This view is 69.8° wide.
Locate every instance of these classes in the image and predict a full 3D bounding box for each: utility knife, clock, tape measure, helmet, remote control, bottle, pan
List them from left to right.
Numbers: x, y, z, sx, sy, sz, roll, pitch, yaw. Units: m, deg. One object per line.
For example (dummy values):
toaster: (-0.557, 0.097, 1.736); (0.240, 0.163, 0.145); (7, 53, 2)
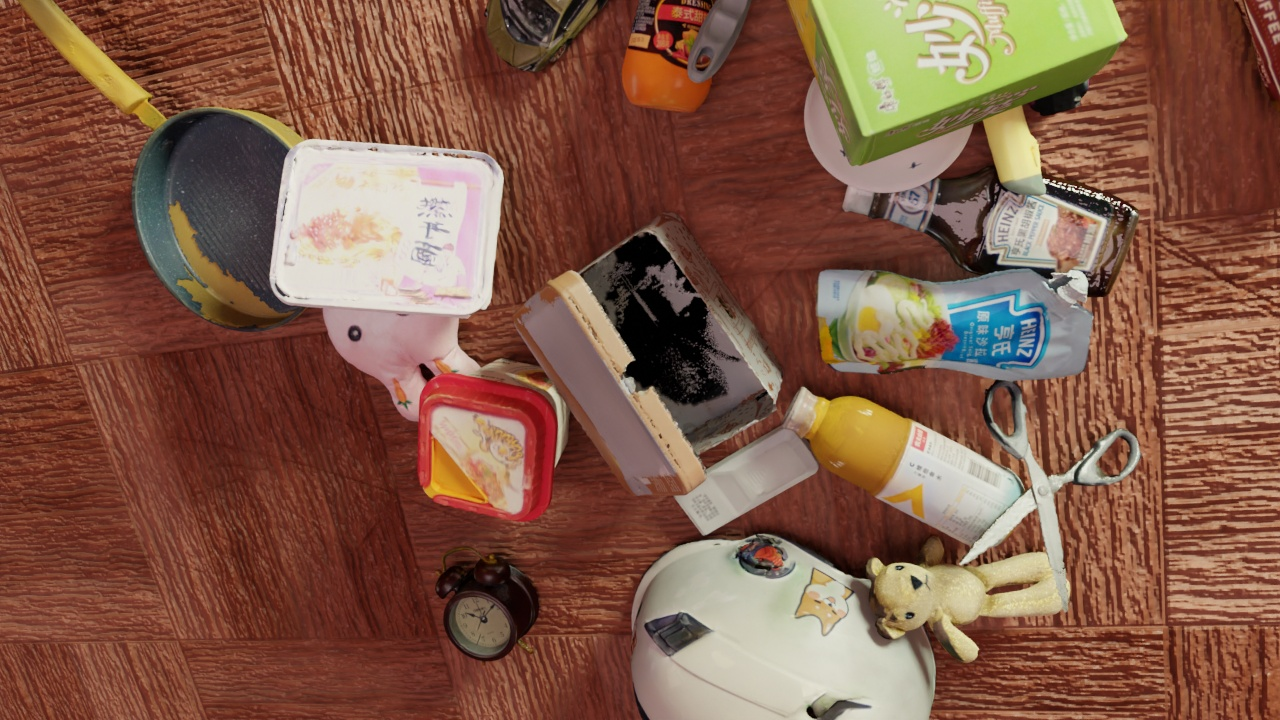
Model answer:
pan: (-0.406, -0.184, 0.792); (0.198, 0.078, 0.357); (-31, 98, 22)
clock: (-0.149, 0.230, 0.878); (0.082, 0.055, 0.122); (-19, 101, 20)
bottle: (0.026, -0.258, 0.662); (0.067, 0.066, 0.149); (10, 104, 11)
remote control: (0.091, 0.102, 0.786); (0.125, 0.024, 0.049); (-34, 96, 23)
helmet: (0.107, 0.280, 0.771); (0.274, 0.156, 0.230); (16, 111, 9)
bottle: (0.203, 0.079, 0.723); (0.189, 0.067, 0.068); (27, 113, 5)
bottle: (0.246, -0.103, 0.662); (0.195, 0.044, 0.080); (16, 107, 10)
utility knife: (0.237, -0.215, 0.623); (0.031, 0.022, 0.216); (-14, 98, 19)
tape measure: (0.276, -0.197, 0.613); (0.039, 0.057, 0.057); (-16, 136, 16)
bottle: (0.410, -0.213, 0.571); (0.058, 0.057, 0.175); (-25, 101, 21)

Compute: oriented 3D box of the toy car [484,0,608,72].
toy car: (-0.057, -0.283, 0.685); (0.070, 0.042, 0.158); (47, 116, -3)

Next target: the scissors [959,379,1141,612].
scissors: (0.295, 0.093, 0.682); (0.179, 0.014, 0.159); (-31, 73, -15)

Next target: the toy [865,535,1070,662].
toy: (0.259, 0.183, 0.728); (0.157, 0.105, 0.066); (-4, 149, -5)

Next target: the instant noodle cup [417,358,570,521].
instant noodle cup: (-0.113, 0.058, 0.771); (0.116, 0.124, 0.117); (11, 111, 12)

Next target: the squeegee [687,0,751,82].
squeegee: (0.093, -0.302, 0.626); (0.246, 0.039, 0.247); (26, 99, 0)

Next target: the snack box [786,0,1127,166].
snack box: (0.170, -0.246, 0.556); (0.158, 0.070, 0.210); (-20, 85, 6)

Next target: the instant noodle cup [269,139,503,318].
instant noodle cup: (-0.200, -0.102, 0.745); (0.173, 0.060, 0.138); (4, 80, -2)

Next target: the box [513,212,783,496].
box: (-0.005, 0.005, 0.696); (0.152, 0.174, 0.182); (-33, 98, 21)

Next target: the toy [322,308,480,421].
toy: (-0.206, -0.022, 0.809); (0.121, 0.054, 0.159); (-28, 106, 13)

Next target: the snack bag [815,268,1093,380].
snack bag: (0.229, -0.026, 0.678); (0.191, 0.038, 0.110); (3, 131, 19)

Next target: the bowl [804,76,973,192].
bowl: (0.170, -0.179, 0.625); (0.118, 0.064, 0.118); (0, 88, 13)
